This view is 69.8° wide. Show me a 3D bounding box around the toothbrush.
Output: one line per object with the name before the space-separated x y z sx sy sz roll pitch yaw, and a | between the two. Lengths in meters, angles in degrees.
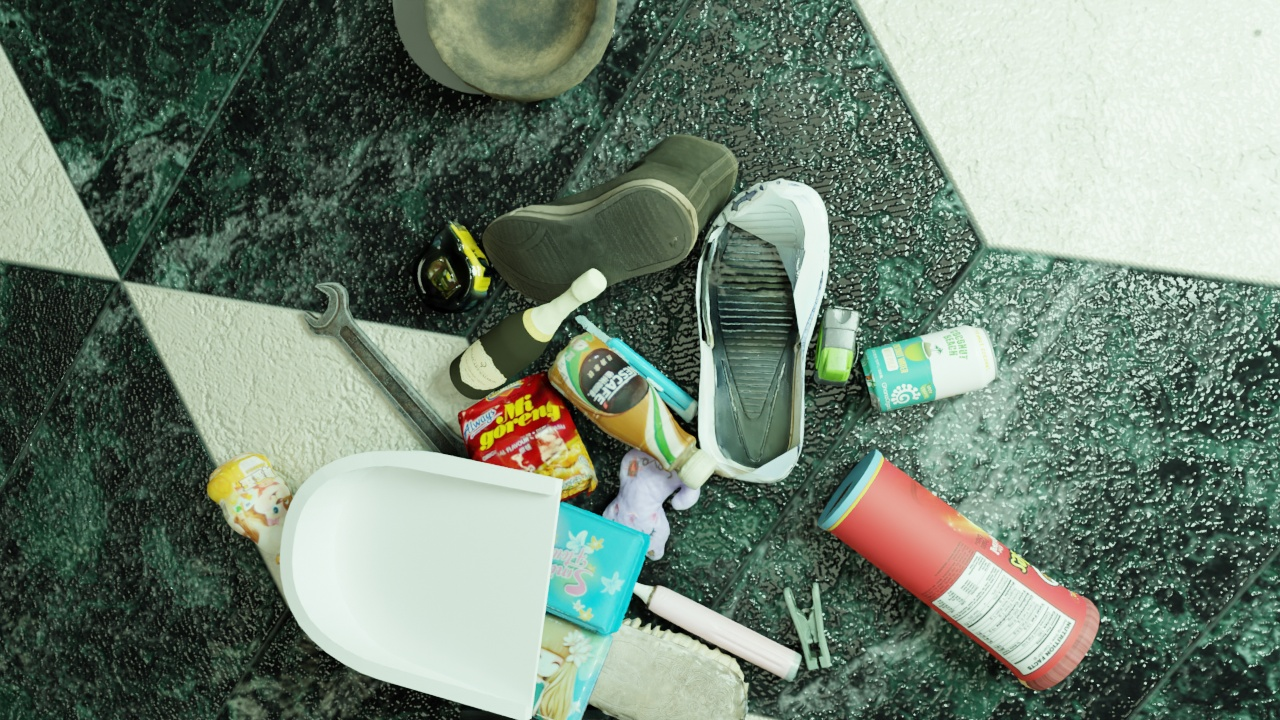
toothbrush | 0.039 0.228 0.832 0.222 0.027 0.027 25 123 9

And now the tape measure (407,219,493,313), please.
tape measure | -0.174 -0.079 0.842 0.071 0.042 0.072 -42 85 11

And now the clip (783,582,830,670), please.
clip | 0.150 0.235 0.814 0.037 0.023 0.075 -13 93 10

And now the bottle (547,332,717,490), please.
bottle | -0.005 0.047 0.803 0.167 0.059 0.059 41 100 11

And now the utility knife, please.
utility knife | -0.005 0.005 0.831 0.141 0.015 0.022 38 125 8

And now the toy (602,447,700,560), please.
toy | 0.009 0.130 0.825 0.080 0.036 0.100 15 95 10

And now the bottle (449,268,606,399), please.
bottle | -0.096 -0.025 0.794 0.185 0.045 0.045 -34 87 35

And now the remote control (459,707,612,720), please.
remote control | -0.100 0.354 0.868 0.150 0.022 0.047 -5 93 11

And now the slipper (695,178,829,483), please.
slipper | 0.101 -0.024 0.787 0.111 0.063 0.264 5 107 14

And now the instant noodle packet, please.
instant noodle packet | -0.101 0.079 0.808 0.098 0.040 0.135 -26 59 -3

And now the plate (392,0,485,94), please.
plate | -0.139 -0.332 0.834 0.178 0.012 0.178 1 94 11

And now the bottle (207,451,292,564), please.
bottle | -0.365 0.143 0.884 0.063 0.063 0.109 -37 87 11

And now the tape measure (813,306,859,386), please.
tape measure | 0.168 -0.011 0.774 0.036 0.058 0.065 6 92 5

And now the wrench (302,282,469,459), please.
wrench | -0.227 0.035 0.877 0.070 0.010 0.273 -43 85 11

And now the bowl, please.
bowl | -0.096 -0.300 0.784 0.162 0.070 0.162 1 94 11

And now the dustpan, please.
dustpan | -0.197 0.174 0.774 0.258 0.053 0.191 7 89 31

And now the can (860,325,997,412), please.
can | 0.238 0.006 0.763 0.102 0.055 0.055 -14 91 11

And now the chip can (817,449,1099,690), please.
chip can | 0.258 0.170 0.756 0.213 0.087 0.087 37 99 7

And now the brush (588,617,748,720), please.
brush | -0.034 0.268 0.832 0.271 0.056 0.083 18 92 10

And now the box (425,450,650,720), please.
box | -0.125 0.200 0.810 0.227 0.039 0.181 18 80 16

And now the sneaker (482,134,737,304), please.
sneaker | -0.031 -0.122 0.795 0.235 0.119 0.095 -16 114 40
